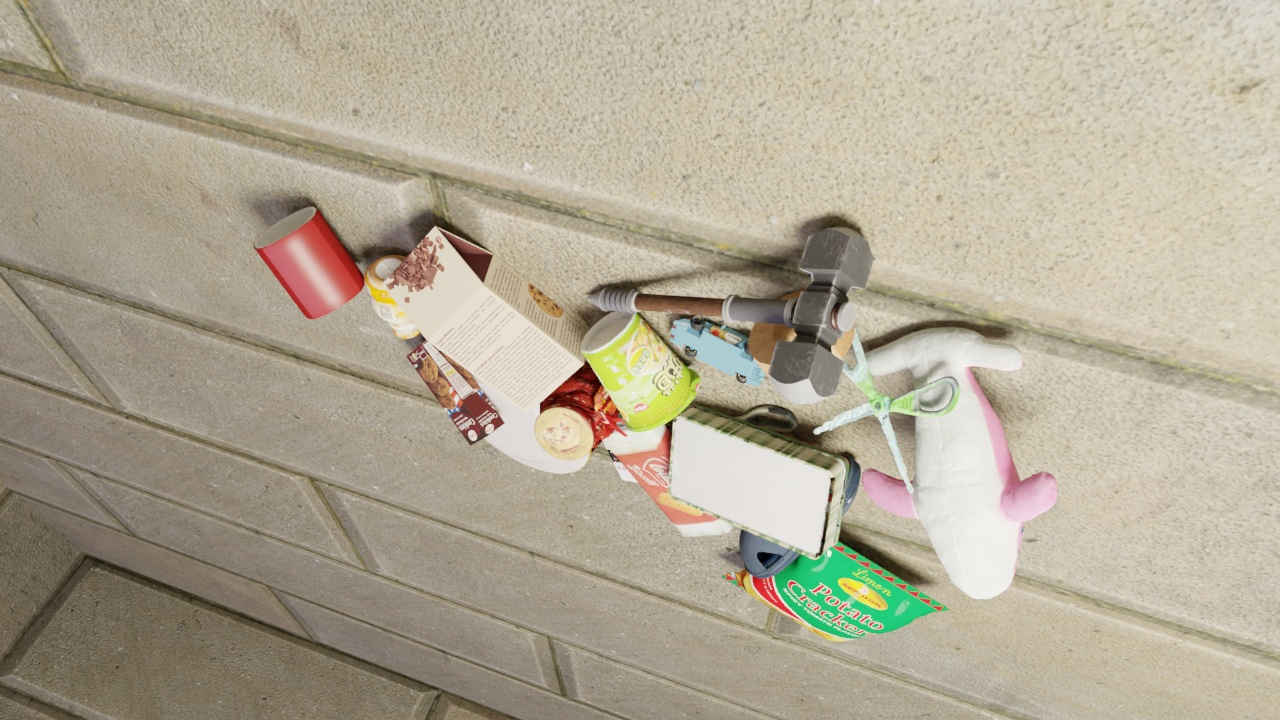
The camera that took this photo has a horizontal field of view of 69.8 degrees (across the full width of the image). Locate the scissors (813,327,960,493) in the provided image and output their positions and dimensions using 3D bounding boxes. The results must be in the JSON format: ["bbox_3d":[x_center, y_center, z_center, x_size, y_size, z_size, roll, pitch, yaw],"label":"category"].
[{"bbox_3d":[0.223,0.041,0.855,0.172,0.021,0.172,-27,82,47],"label":"scissors"}]

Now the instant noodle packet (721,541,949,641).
[{"bbox_3d":[0.253,0.313,1.239,0.195,0.090,0.253,32,146,-11],"label":"instant noodle packet"}]

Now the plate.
[{"bbox_3d":[-0.168,0.075,1.200,0.230,0.021,0.230,22,143,18],"label":"plate"}]

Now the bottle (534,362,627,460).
[{"bbox_3d":[-0.065,0.056,1.057,0.099,0.111,0.099,6,118,12],"label":"bottle"}]

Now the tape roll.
[{"bbox_3d":[0.146,-0.023,0.839,0.094,0.093,0.027,-9,135,39],"label":"tape roll"}]

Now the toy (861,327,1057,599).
[{"bbox_3d":[0.309,0.090,0.870,0.187,0.127,0.265,-6,104,41],"label":"toy"}]

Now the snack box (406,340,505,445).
[{"bbox_3d":[-0.235,0.037,1.164,0.141,0.031,0.051,55,141,-5],"label":"snack box"}]

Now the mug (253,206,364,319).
[{"bbox_3d":[-0.375,-0.115,1.041,0.096,0.080,0.116,62,170,-30],"label":"mug"}]

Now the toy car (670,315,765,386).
[{"bbox_3d":[0.085,-0.016,0.946,0.108,0.027,0.060,27,148,13],"label":"toy car"}]

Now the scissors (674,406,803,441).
[{"bbox_3d":[0.109,0.067,1.062,0.169,0.012,0.133,27,147,4],"label":"scissors"}]

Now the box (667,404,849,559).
[{"bbox_3d":[0.128,0.131,1.026,0.206,0.050,0.118,17,115,32],"label":"box"}]

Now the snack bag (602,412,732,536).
[{"bbox_3d":[0.036,0.144,1.147,0.078,0.041,0.225,-12,133,32],"label":"snack bag"}]

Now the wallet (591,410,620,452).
[{"bbox_3d":[-0.074,0.070,1.159,0.091,0.018,0.116,38,142,-3],"label":"wallet"}]

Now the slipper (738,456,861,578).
[{"bbox_3d":[0.168,0.184,1.109,0.082,0.101,0.264,27,143,-6],"label":"slipper"}]

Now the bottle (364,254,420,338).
[{"bbox_3d":[-0.279,-0.071,1.062,0.063,0.063,0.109,17,146,10],"label":"bottle"}]

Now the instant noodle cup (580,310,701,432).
[{"bbox_3d":[-0.006,0.006,0.981,0.099,0.098,0.108,-14,123,43],"label":"instant noodle cup"}]

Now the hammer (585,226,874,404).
[{"bbox_3d":[0.057,-0.051,0.863,0.323,0.156,0.043,8,166,45],"label":"hammer"}]

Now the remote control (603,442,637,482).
[{"bbox_3d":[-0.027,0.124,1.221,0.028,0.011,0.124,6,143,24],"label":"remote control"}]

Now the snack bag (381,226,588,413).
[{"bbox_3d":[-0.166,-0.048,0.986,0.206,0.069,0.095,39,116,-22],"label":"snack bag"}]
